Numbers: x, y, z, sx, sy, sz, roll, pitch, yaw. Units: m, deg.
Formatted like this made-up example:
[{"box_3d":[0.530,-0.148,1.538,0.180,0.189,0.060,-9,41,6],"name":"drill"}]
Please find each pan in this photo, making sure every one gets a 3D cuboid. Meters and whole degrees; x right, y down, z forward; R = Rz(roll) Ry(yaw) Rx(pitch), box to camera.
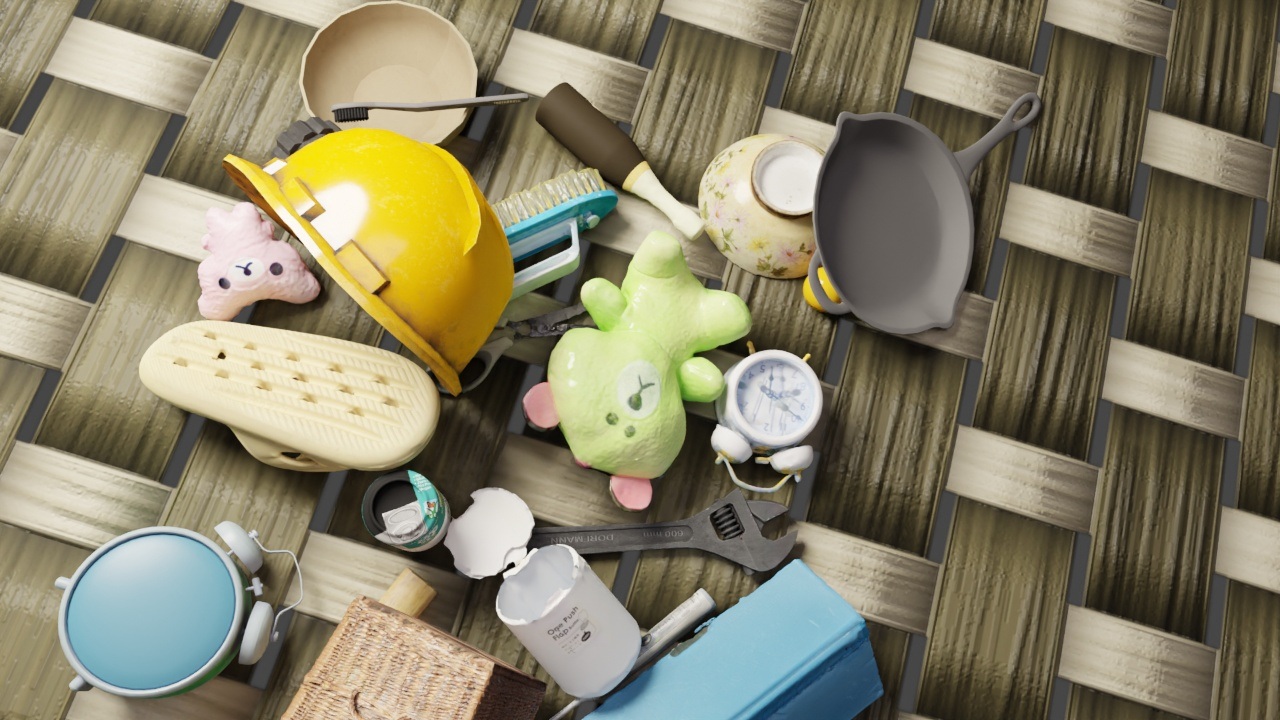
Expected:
[{"box_3d":[0.264,-0.155,0.836,0.353,0.024,0.216,-40,107,-24],"name":"pan"}]

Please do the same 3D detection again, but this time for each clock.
[{"box_3d":[0.107,0.050,0.778,0.089,0.052,0.125,11,78,-3],"name":"clock"},{"box_3d":[-0.341,0.185,0.695,0.161,0.075,0.122,-12,75,-21],"name":"clock"}]

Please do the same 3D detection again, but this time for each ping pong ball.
[{"box_3d":[0.165,-0.063,0.816,0.040,0.040,0.040,1,75,-5],"name":"ping pong ball"}]

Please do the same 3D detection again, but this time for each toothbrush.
[{"box_3d":[-0.017,0.246,0.729,0.185,0.024,0.022,-34,40,-12],"name":"toothbrush"},{"box_3d":[-0.179,-0.219,0.788,0.167,0.013,0.013,-8,85,-7],"name":"toothbrush"}]

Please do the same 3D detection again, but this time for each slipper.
[{"box_3d":[-0.275,0.034,0.736,0.262,0.079,0.111,15,48,14],"name":"slipper"}]

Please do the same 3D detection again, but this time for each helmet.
[{"box_3d":[-0.183,-0.102,0.703,0.131,0.205,0.255,-45,64,-10],"name":"helmet"}]

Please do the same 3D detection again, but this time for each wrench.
[{"box_3d":[-0.005,0.147,0.760,0.273,0.018,0.073,-3,76,-4],"name":"wrench"}]

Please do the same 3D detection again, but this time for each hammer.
[{"box_3d":[-0.271,0.300,0.689,0.132,0.033,0.330,37,75,7],"name":"hammer"}]

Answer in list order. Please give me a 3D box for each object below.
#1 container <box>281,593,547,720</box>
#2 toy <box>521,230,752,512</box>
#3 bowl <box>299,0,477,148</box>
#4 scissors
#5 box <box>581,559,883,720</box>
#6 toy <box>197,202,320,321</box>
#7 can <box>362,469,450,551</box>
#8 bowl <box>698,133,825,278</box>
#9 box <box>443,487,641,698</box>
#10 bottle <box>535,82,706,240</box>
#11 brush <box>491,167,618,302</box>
[{"box_3d":[-0.148,0.246,0.627,0.114,0.199,0.112,23,71,13],"name":"container"},{"box_3d":[-0.004,0.004,0.758,0.150,0.107,0.196,40,84,-12],"name":"toy"},{"box_3d":[-0.221,-0.241,0.824,0.152,0.050,0.152,1,76,-5],"name":"bowl"},{"box_3d":[-0.119,-0.032,0.797,0.150,0.013,0.164,43,78,6],"name":"scissors"},{"box_3d":[0.074,0.278,0.725,0.231,0.094,0.112,-33,126,-14],"name":"box"},{"box_3d":[-0.327,-0.084,0.764,0.099,0.052,0.096,-14,116,-9],"name":"toy"},{"box_3d":[-0.178,0.118,0.707,0.055,0.102,0.055,1,75,-5],"name":"can"},{"box_3d":[0.129,-0.152,0.825,0.145,0.063,0.145,1,75,-5],"name":"bowl"},{"box_3d":[-0.078,0.177,0.711,0.084,0.136,0.147,-39,119,-11],"name":"box"},{"box_3d":[-0.014,-0.175,0.827,0.184,0.045,0.045,42,76,6],"name":"bottle"},{"box_3d":[-0.078,-0.111,0.799,0.135,0.055,0.075,-27,74,-11],"name":"brush"}]
